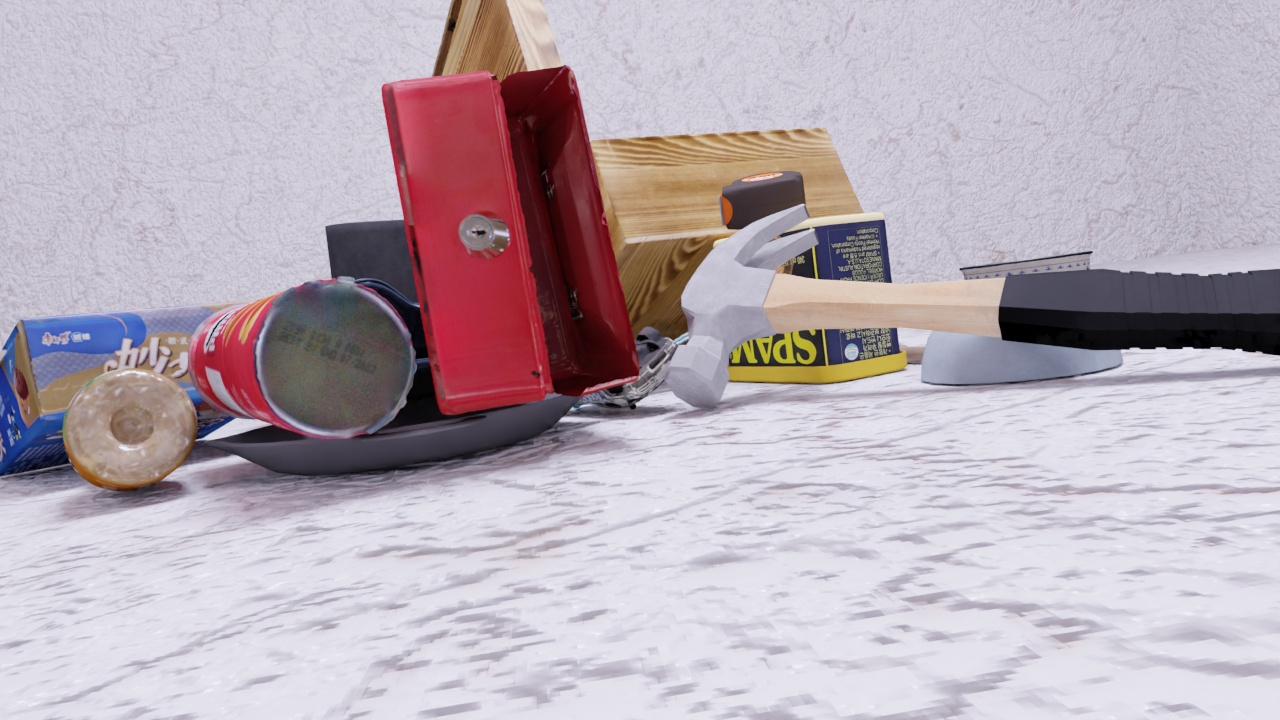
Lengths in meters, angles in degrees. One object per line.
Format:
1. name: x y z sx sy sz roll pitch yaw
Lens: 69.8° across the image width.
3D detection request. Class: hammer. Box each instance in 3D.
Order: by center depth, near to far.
1. hammer: 0.172 -0.028 0.473 0.329 0.039 0.130 3 54 33

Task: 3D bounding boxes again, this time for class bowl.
1. bowl: 0.211 -0.014 0.519 0.106 0.039 0.106 -8 4 0
2. bowl: 0.363 -0.065 0.860 0.115 0.059 0.115 -8 4 0

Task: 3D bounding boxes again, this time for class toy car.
1. toy car: -0.016 0.010 0.586 0.048 0.040 0.113 -45 19 -28

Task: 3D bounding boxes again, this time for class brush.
1. brush: 0.177 -0.005 0.664 0.038 0.012 0.151 -9 4 -26

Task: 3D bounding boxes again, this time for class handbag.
1. handbag: -0.190 -0.046 0.847 0.196 0.176 0.072 -1 7 35

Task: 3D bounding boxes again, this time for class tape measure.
1. tape measure: 0.086 -0.109 0.642 0.058 0.038 0.058 -7 17 9

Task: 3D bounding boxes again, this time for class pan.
1. pan: -0.145 0.037 0.578 0.216 0.024 0.355 -9 4 -15

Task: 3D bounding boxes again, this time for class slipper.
1. slipper: -0.176 -0.017 0.639 0.108 0.083 0.266 -14 5 -39

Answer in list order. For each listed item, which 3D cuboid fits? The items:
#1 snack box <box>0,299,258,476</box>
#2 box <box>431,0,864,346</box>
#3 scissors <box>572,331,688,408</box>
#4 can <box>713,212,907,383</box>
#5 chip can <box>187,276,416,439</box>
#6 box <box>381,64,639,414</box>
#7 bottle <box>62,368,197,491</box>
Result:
1. snack box: -0.371 0.022 0.665 0.154 0.069 0.203 -10 -7 -43
2. box: -0.040 -0.183 0.844 0.285 0.336 0.280 -12 -17 -28
3. scissors: -0.002 0.003 0.677 0.142 0.015 0.095 -26 3 -27
4. can: 0.114 -0.042 0.646 0.075 0.104 0.135 -9 4 -27
5. chip can: -0.185 0.000 0.478 0.073 0.073 0.233 -10 5 -31
6. box: -0.073 -0.056 0.465 0.097 0.157 0.130 -14 4 -13
7. bottle: -0.289 0.045 0.516 0.059 0.059 0.167 -10 -4 -32
